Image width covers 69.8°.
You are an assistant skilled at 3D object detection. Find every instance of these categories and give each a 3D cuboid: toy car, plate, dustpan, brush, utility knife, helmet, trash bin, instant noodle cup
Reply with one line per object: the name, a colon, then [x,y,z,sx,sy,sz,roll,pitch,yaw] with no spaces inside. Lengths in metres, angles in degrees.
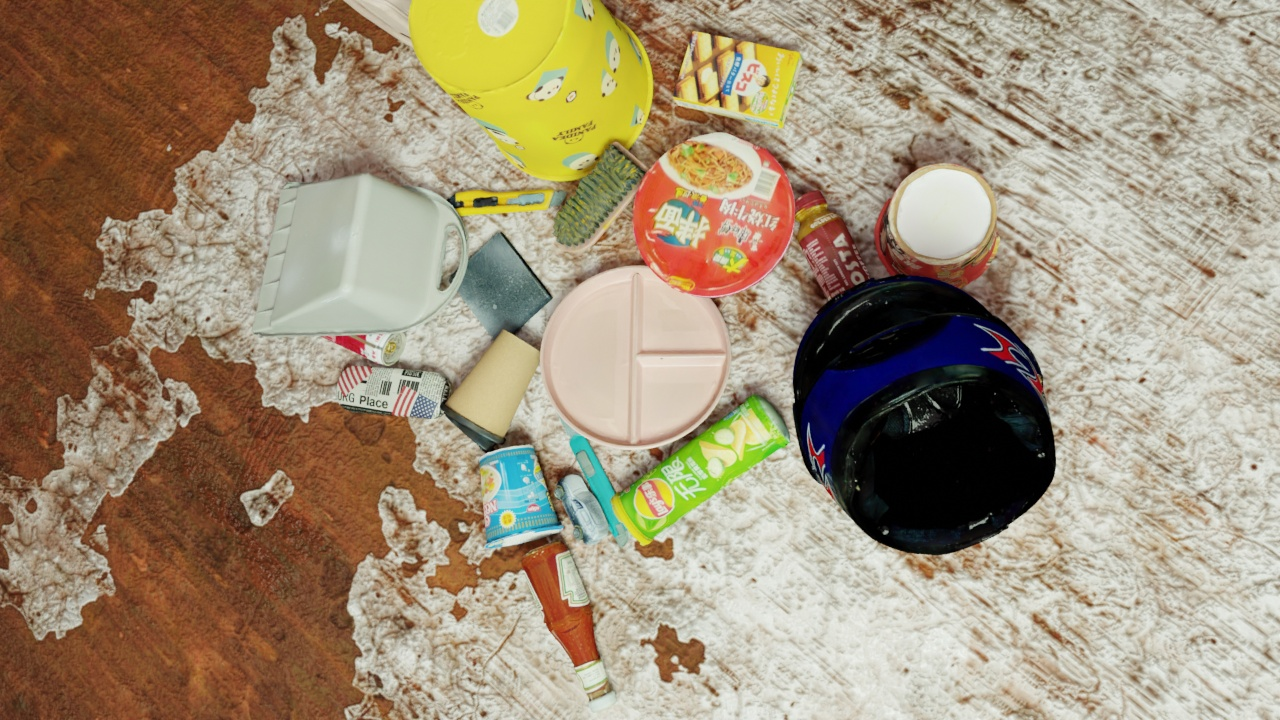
toy car: [-0.070,0.181,1.121,0.034,0.042,0.090,-37,75,37]
plate: [-0.006,-0.004,1.102,0.229,0.028,0.229,-1,74,5]
dustpan: [-0.362,-0.132,1.206,0.258,0.142,0.222,-8,70,40]
brush: [-0.052,-0.193,1.132,0.063,0.073,0.146,42,102,9]
utility knife: [-0.065,0.131,1.142,0.029,0.013,0.218,-30,79,12]
helmet: [0.264,0.032,0.914,0.248,0.315,0.240,-26,46,12]
trash bin: [-0.126,-0.355,1.068,0.230,0.255,0.229,-1,85,15]
instant noodle cup: [0.326,-0.149,1.007,0.138,0.108,0.138,-1,86,15]
instant noodle cup: [-0.154,0.166,1.129,0.099,0.099,0.110,-19,74,13]
utility knife: [-0.176,-0.209,1.195,0.172,0.015,0.033,-2,89,15]
instant noodle cup: [0.091,-0.167,1.095,0.194,0.065,0.193,-1,87,16]

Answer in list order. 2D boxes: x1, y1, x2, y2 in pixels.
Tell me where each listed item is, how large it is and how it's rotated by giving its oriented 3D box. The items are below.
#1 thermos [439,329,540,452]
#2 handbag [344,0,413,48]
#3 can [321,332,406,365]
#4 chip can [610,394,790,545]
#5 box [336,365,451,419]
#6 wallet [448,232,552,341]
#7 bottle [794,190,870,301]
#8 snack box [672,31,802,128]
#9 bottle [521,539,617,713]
thermos: [-0.183,0.037,1.147,0.093,0.093,0.143,31,86,15]
handbag: [-0.340,-0.475,1.178,0.234,0.193,0.093,24,90,25]
can: [-0.380,-0.040,1.218,0.133,0.053,0.053,23,92,15]
chip can: [0.072,0.127,1.076,0.221,0.072,0.072,-37,78,9]
box: [-0.325,0.043,1.209,0.164,0.051,0.068,7,98,17]
wallet: [-0.183,-0.094,1.188,0.097,0.019,0.121,-41,76,10]
bottle: [0.226,-0.111,1.058,0.057,0.057,0.175,-25,80,12]
snack box: [0.118,-0.342,1.117,0.140,0.033,0.087,18,91,14]
bottle: [-0.083,0.322,1.112,0.060,0.059,0.206,-25,81,12]
